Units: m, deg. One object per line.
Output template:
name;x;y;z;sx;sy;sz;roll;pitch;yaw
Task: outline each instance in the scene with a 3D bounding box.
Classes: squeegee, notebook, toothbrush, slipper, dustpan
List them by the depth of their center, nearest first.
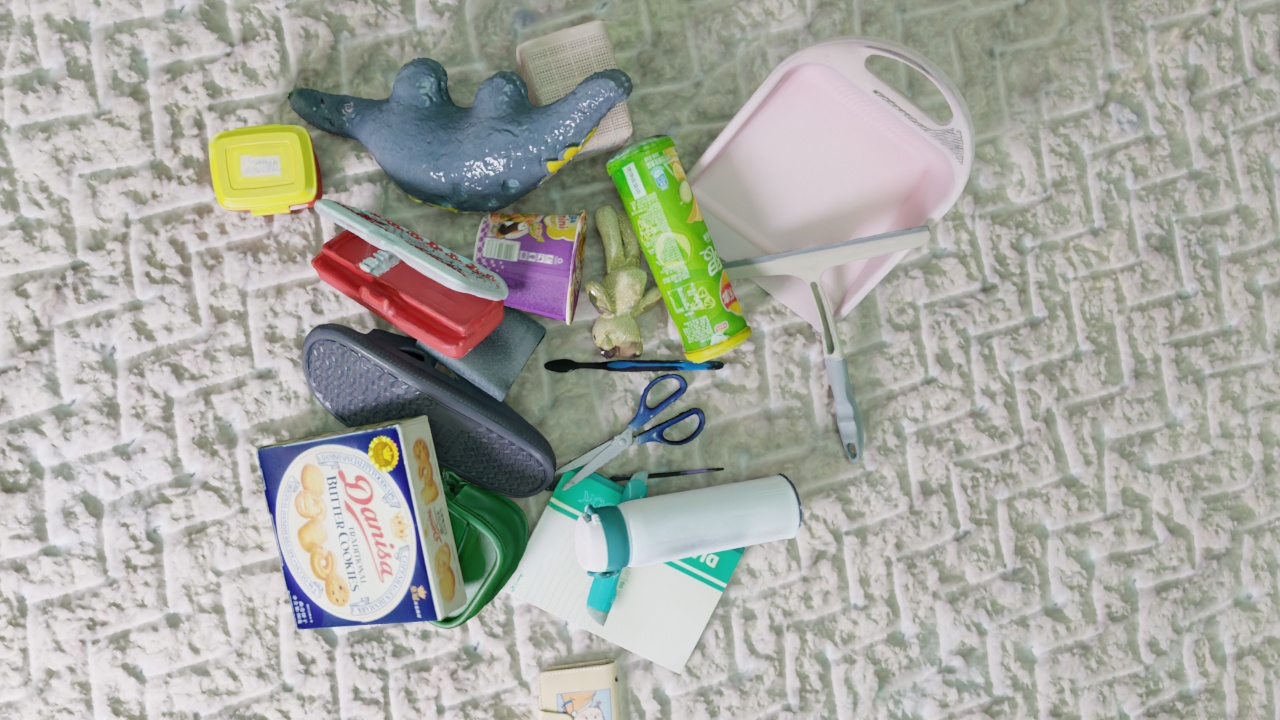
dustpan;0.168;-0.166;0.864;0.222;0.138;0.274;33;109;-5
slipper;-0.198;0.040;0.893;0.268;0.083;0.111;32;128;-16
notebook;-0.015;0.214;0.944;0.209;0.012;0.150;28;89;-10
squeegee;0.198;-0.008;0.948;0.247;0.039;0.247;-8;112;29
toothbrush;-0.005;0.119;0.952;0.189;0.014;0.016;-5;79;-8
toothbrush;-0.006;0.006;0.952;0.189;0.016;0.014;0;81;-10

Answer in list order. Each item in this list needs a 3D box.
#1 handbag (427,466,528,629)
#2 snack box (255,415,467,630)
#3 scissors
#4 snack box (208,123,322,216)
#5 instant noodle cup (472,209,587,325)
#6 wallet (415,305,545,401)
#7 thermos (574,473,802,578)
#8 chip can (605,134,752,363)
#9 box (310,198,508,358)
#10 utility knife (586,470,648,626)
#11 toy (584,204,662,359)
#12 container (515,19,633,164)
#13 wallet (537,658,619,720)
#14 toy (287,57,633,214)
handbag;-0.180;0.181;0.889;0.120;0.067;0.131;37;110;8
snack box;-0.263;0.154;0.859;0.183;0.045;0.178;-11;92;26
scissors;-0.016;0.069;0.937;0.173;0.012;0.128;-1;87;-17
snack box;-0.349;-0.175;0.868;0.091;0.080;0.082;-7;91;-8
instant noodle cup;-0.108;-0.095;0.894;0.099;0.111;0.111;8;89;2
wallet;-0.151;-0.023;0.890;0.097;0.120;0.019;35;128;-8
thermos;0.046;0.165;0.910;0.224;0.073;0.073;-7;91;-19
chip can;0.038;-0.111;0.906;0.072;0.072;0.221;-24;99;-7
box;-0.216;-0.093;0.837;0.201;0.092;0.094;28;57;26
utility knife;-0.022;0.188;0.928;0.029;0.013;0.161;20;86;-12
toy;-0.024;-0.079;0.927;0.105;0.066;0.157;2;85;-50
container;-0.062;-0.259;0.903;0.090;0.090;0.111;-19;96;-7
wallet;-0.064;0.370;0.943;0.087;0.024;0.115;-4;92;-13
toy;-0.171;-0.208;0.861;0.357;0.091;0.138;7;123;19
